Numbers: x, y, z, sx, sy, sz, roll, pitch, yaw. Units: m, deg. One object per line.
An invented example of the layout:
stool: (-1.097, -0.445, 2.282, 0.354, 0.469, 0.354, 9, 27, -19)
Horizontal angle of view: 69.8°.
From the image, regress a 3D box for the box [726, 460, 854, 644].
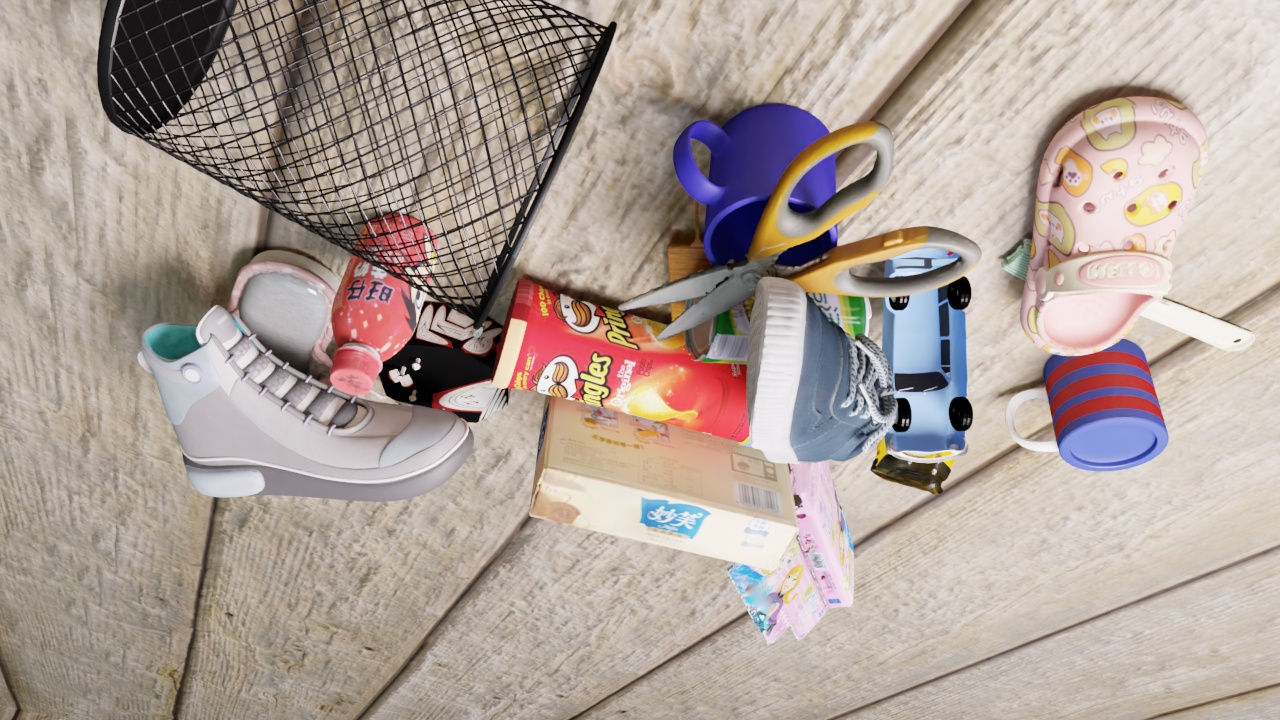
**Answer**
box: (0.163, 0.192, 0.892, 0.062, 0.160, 0.230, 13, 149, 31)

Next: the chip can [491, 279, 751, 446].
chip can: (-0.004, 0.004, 0.728, 0.213, 0.086, 0.087, 15, 142, -11)

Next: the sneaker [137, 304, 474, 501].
sneaker: (-0.266, 0.027, 0.722, 0.257, 0.092, 0.160, -2, 124, 15)

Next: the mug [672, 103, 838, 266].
mug: (0.068, -0.108, 0.568, 0.111, 0.083, 0.079, 26, 139, -23)

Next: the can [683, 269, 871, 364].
can: (0.098, -0.029, 0.662, 0.121, 0.067, 0.067, 3, 144, -14)

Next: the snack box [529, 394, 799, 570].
snack box: (0.018, 0.081, 0.762, 0.207, 0.153, 0.055, 14, 124, -10)

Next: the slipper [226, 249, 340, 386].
slipper: (-0.325, 0.004, 0.809, 0.114, 0.054, 0.275, 20, 141, -15)

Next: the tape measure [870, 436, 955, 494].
tape measure: (0.238, 0.077, 0.798, 0.066, 0.064, 0.037, 14, 165, 44)

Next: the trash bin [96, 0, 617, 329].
trash bin: (-0.147, -0.144, 0.494, 0.210, 0.183, 0.185, 24, 140, -12)

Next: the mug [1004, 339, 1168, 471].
mug: (0.344, 0.041, 0.721, 0.112, 0.076, 0.075, -23, 134, 34)

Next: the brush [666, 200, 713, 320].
brush: (0.043, -0.074, 0.671, 0.048, 0.017, 0.127, 3, 143, 7)

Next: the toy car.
toy car: (0.198, -0.006, 0.646, 0.056, 0.153, 0.055, -1, 180, -3)

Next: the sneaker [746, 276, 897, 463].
sneaker: (0.115, 0.018, 0.573, 0.087, 0.089, 0.235, 0, 164, 14)

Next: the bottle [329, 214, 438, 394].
bottle: (-0.189, -0.039, 0.660, 0.062, 0.137, 0.062, 4, 144, 3)

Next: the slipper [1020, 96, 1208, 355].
slipper: (0.298, -0.065, 0.577, 0.093, 0.081, 0.197, -2, 134, 8)

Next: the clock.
clock: (-0.183, 0.013, 0.786, 0.155, 0.064, 0.115, -10, 140, 20)

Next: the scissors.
scissors: (0.076, -0.065, 0.539, 0.226, 0.016, 0.175, -9, 141, 24)

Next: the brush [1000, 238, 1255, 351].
brush: (0.359, -0.043, 0.664, 0.217, 0.012, 0.033, 17, 141, -15)
